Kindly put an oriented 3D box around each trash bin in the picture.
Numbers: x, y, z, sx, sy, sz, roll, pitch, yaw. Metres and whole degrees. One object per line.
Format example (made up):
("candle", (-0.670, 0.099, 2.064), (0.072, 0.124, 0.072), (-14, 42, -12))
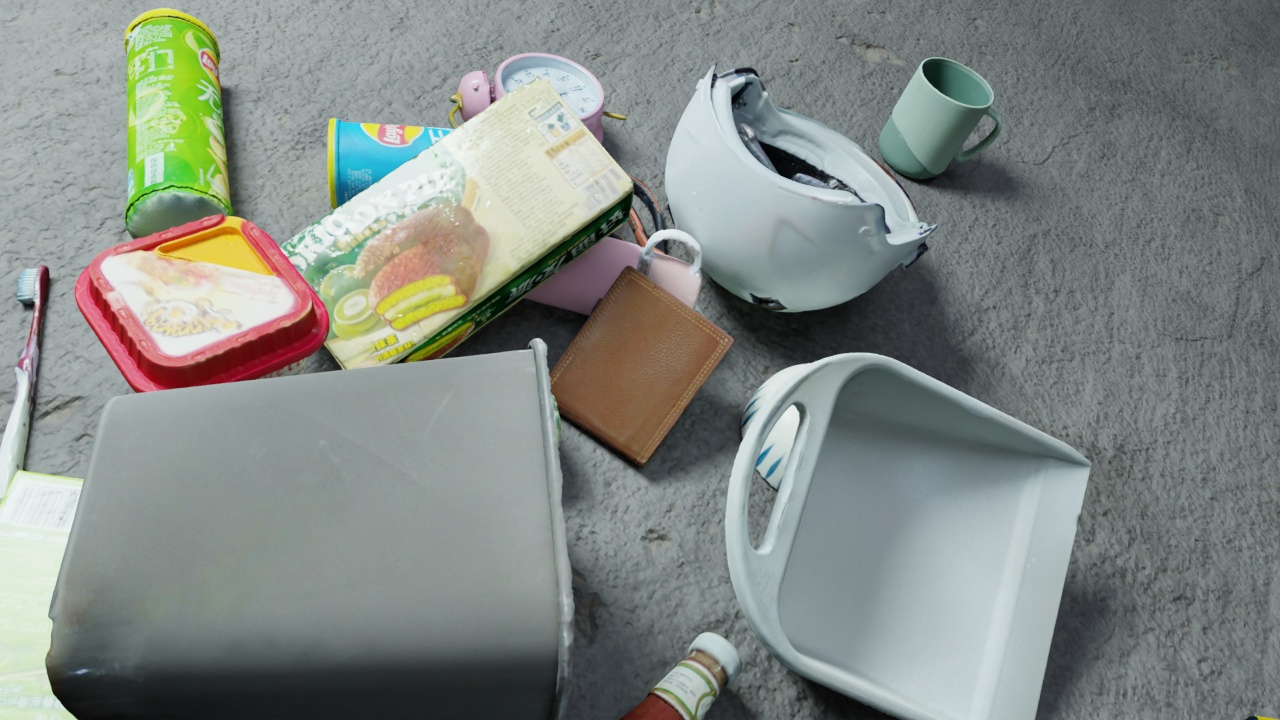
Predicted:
("trash bin", (-0.156, 0.111, 0.485), (0.219, 0.199, 0.198), (-1, 52, -12))

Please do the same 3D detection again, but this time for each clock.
("clock", (-0.103, -0.226, 0.846), (0.158, 0.060, 0.117), (-27, 65, -32))

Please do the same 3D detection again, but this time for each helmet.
("helmet", (0.120, -0.128, 0.787), (0.229, 0.146, 0.258), (44, 26, 12))

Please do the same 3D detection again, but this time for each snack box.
("snack box", (-0.324, 0.138, 0.500), (0.085, 0.026, 0.156), (10, 50, -12))
("snack box", (-0.130, -0.088, 0.655), (0.239, 0.063, 0.114), (-38, 81, -11))

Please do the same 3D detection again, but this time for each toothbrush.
("toothbrush", (-0.395, 0.010, 0.583), (0.017, 0.016, 0.187), (-7, 55, -15))

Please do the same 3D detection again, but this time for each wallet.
("wallet", (-0.004, 0.004, 0.684), (0.101, 0.032, 0.124), (35, 86, 5))

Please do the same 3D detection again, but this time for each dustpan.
("dustpan", (0.174, 0.115, 0.582), (0.258, 0.143, 0.222), (19, 76, 3))

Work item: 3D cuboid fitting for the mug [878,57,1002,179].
("mug", (0.326, -0.252, 0.988), (0.111, 0.107, 0.082), (18, 48, -5))

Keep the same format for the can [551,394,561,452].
("can", (-0.131, 0.051, 0.617), (0.146, 0.058, 0.058), (-1, 54, -20))

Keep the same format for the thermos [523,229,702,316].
("thermos", (-0.050, -0.080, 0.724), (0.198, 0.087, 0.067), (14, 34, -2))

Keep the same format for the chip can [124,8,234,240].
("chip can", (-0.357, -0.176, 0.706), (0.072, 0.073, 0.221), (-5, 55, -23))

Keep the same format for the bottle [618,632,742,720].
("bottle", (-0.012, 0.233, 0.516), (0.060, 0.060, 0.205), (41, 51, 14))

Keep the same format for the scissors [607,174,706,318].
("scissors", (-0.005, -0.088, 0.802), (0.213, 0.015, 0.196), (22, 49, -3))

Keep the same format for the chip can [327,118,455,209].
("chip can", (-0.146, -0.157, 0.756), (0.210, 0.071, 0.071), (-1, 53, -14))

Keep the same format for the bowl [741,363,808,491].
("bowl", (0.143, 0.048, 0.712), (0.116, 0.066, 0.116), (10, 51, -12))

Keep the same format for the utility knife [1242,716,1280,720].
("utility knife", (0.544, 0.301, 0.689), (0.218, 0.015, 0.033), (16, 52, -8))

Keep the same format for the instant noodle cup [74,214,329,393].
("instant noodle cup", (-0.267, -0.007, 0.570), (0.116, 0.124, 0.116), (-29, 67, -36))
